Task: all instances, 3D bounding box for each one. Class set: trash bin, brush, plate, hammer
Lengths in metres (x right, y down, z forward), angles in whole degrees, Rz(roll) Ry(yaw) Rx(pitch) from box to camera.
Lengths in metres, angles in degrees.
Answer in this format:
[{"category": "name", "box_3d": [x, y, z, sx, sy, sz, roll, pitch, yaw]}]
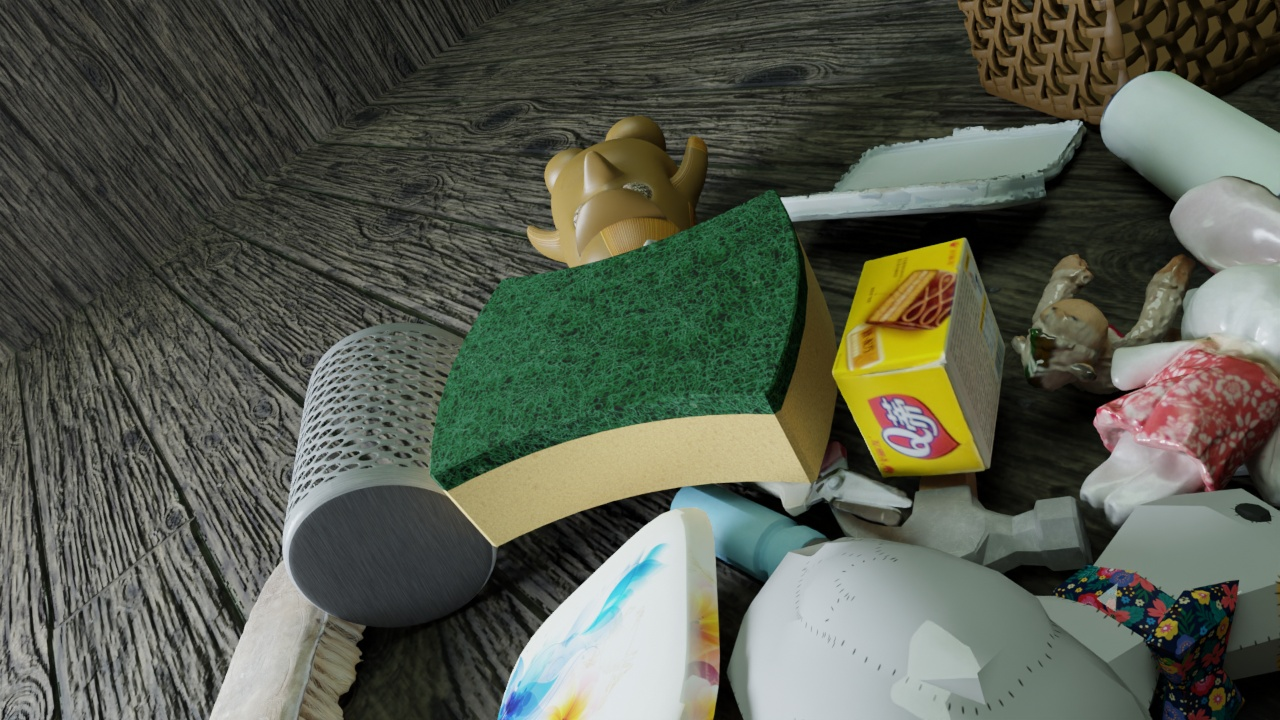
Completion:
[{"category": "trash bin", "box_3d": [-0.181, 0.085, 0.690, 0.156, 0.156, 0.183, -27, 34, 7]}, {"category": "brush", "box_3d": [-0.004, 0.003, 0.601, 0.251, 0.075, 0.194, -15, 38, 22]}, {"category": "plate", "box_3d": [-0.028, 0.170, 0.476, 0.187, 0.016, 0.186, -47, 17, 23]}, {"category": "hammer", "box_3d": [0.196, 0.007, 0.583, 0.131, 0.039, 0.327, -14, 34, 29]}, {"category": "brush", "box_3d": [-0.242, 0.228, 0.628, 0.083, 0.056, 0.270, -29, 29, 10]}]

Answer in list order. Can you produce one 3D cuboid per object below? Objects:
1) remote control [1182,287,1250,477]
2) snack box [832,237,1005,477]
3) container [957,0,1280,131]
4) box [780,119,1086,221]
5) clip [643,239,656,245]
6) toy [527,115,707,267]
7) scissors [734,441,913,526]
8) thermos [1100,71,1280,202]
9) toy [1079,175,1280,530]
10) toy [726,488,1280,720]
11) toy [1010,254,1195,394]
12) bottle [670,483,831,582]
[{"category": "remote control", "box_3d": [0.326, 0.005, 0.496, 0.045, 0.008, 0.146, -11, 37, 31]}, {"category": "snack box", "box_3d": [0.157, 0.000, 0.507, 0.061, 0.083, 0.105, -11, 35, 34]}, {"category": "container", "box_3d": [0.412, -0.352, 0.735, 0.251, 0.214, 0.219, -30, 31, 1]}, {"category": "box", "box_3d": [0.237, -0.150, 0.762, 0.210, 0.061, 0.192, 3, 23, 43]}, {"category": "clip", "box_3d": [0.068, -0.055, 0.740, 0.144, 0.074, 0.124, 7, 34, 2]}, {"category": "toy", "box_3d": [-0.016, -0.126, 0.856, 0.199, 0.162, 0.203, -25, 42, 11]}, {"category": "scissors", "box_3d": [0.104, 0.064, 0.539, 0.188, 0.015, 0.146, -32, 20, 46]}, {"category": "thermos", "box_3d": [0.372, -0.117, 0.577, 0.068, 0.068, 0.229, -23, 32, 14]}, {"category": "toy", "box_3d": [0.290, 0.006, 0.438, 0.194, 0.084, 0.159, -45, 60, -9]}, {"category": "toy", "box_3d": [0.142, 0.128, 0.365, 0.266, 0.141, 0.247, -33, 27, -28]}, {"category": "toy", "box_3d": [0.249, -0.018, 0.523, 0.105, 0.074, 0.085, -25, 30, -27]}, {"category": "bottle", "box_3d": [0.070, 0.107, 0.544, 0.040, 0.040, 0.130, -44, 33, -20]}]
